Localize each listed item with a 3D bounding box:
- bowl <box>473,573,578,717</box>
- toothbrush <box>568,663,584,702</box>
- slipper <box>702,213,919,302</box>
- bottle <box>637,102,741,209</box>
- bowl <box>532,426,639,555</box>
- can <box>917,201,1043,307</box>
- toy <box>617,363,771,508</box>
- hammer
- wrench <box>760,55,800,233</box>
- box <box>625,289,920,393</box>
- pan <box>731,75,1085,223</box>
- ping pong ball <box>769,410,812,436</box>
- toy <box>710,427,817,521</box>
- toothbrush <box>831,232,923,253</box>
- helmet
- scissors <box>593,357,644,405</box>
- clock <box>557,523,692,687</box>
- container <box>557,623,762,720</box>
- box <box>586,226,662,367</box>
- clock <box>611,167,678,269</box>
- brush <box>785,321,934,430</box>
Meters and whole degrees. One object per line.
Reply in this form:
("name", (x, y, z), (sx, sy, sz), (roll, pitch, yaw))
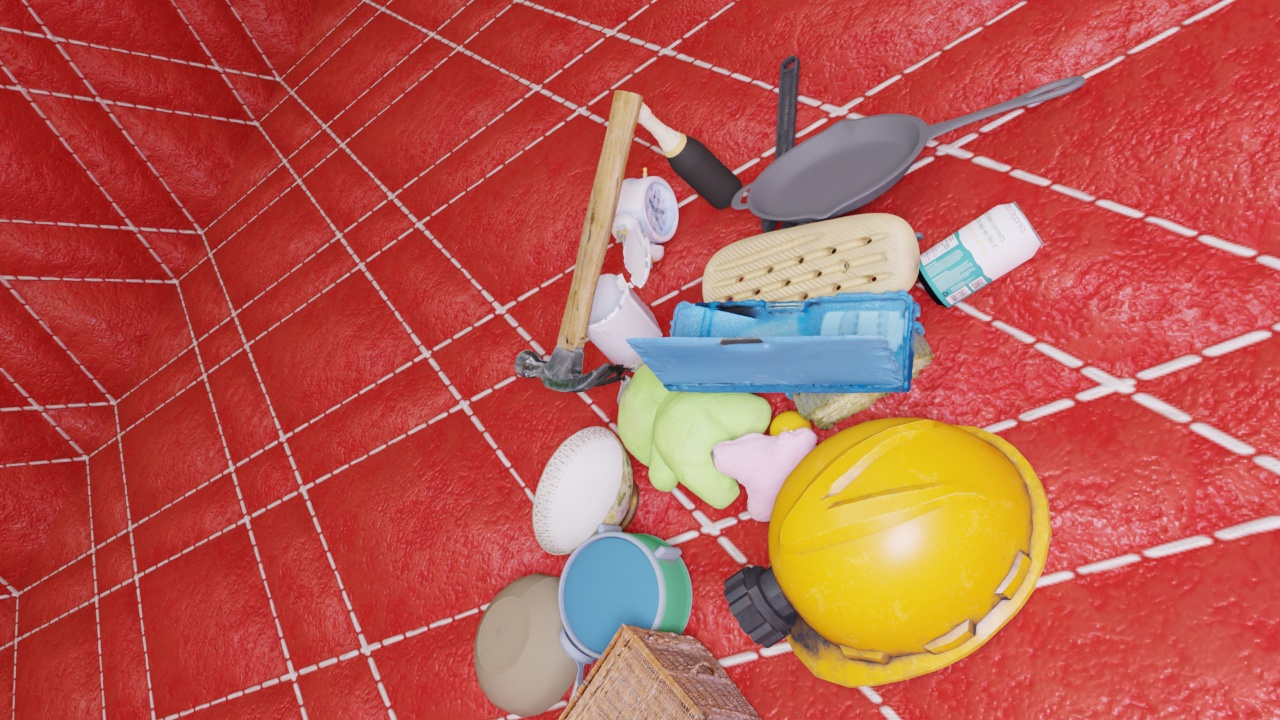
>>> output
("bowl", (-0.130, 0.301, 0.991), (0.153, 0.050, 0.152), (-24, 50, 32))
("toothbrush", (-0.048, 0.277, 0.949), (0.022, 0.024, 0.185), (133, 156, -73))
("slipper", (0.173, -0.078, 0.913), (0.262, 0.079, 0.111), (-11, 81, 49))
("bottle", (0.047, -0.241, 1.059), (0.045, 0.184, 0.045), (-24, 50, 32))
("bowl", (-0.049, 0.148, 0.993), (0.146, 0.063, 0.145), (-30, 45, 36))
("can", (0.299, -0.094, 0.817), (0.102, 0.055, 0.054), (-35, 45, 24))
("toy", (0.038, 0.056, 0.940), (0.197, 0.107, 0.150), (26, 91, 51))
("hammer", (-0.049, -0.125, 0.997), (0.132, 0.033, 0.330), (19, 98, 38))
("wrench", (0.171, -0.258, 1.079), (0.073, 0.018, 0.272), (-16, 54, 37))
("box", (0.115, -0.030, 0.804), (0.232, 0.112, 0.094), (1, 65, 28))
("pan", (0.258, -0.210, 0.926), (0.355, 0.024, 0.215), (-16, 32, 28))
("ping pong ball", (0.144, 0.068, 0.878), (0.040, 0.040, 0.040), (-24, 50, 32))
("toy", (0.125, 0.097, 0.846), (0.096, 0.099, 0.052), (-32, 24, 13))
("toothbrush", (0.213, -0.114, 0.948), (0.168, 0.012, 0.013), (-8, 68, 42))
("helmet", (0.180, 0.134, 0.733), (0.256, 0.131, 0.205), (-39, 43, 18))
("scissors", (-0.015, 0.021, 0.998), (0.012, 0.164, 0.151), (37, 137, 14))
("clock", (-0.020, 0.249, 0.898), (0.122, 0.075, 0.161), (14, 85, 33))
("container", (0.000, 0.342, 0.790), (0.198, 0.113, 0.113), (-56, 45, 4))
("box", (-0.013, -0.071, 1.050), (0.136, 0.147, 0.084), (-30, 49, 15))
("clock", (0.003, -0.171, 1.135), (0.052, 0.089, 0.125), (-4, 62, 36))
("brush", (0.200, 0.000, 0.854), (0.136, 0.055, 0.075), (-34, 52, 22))
